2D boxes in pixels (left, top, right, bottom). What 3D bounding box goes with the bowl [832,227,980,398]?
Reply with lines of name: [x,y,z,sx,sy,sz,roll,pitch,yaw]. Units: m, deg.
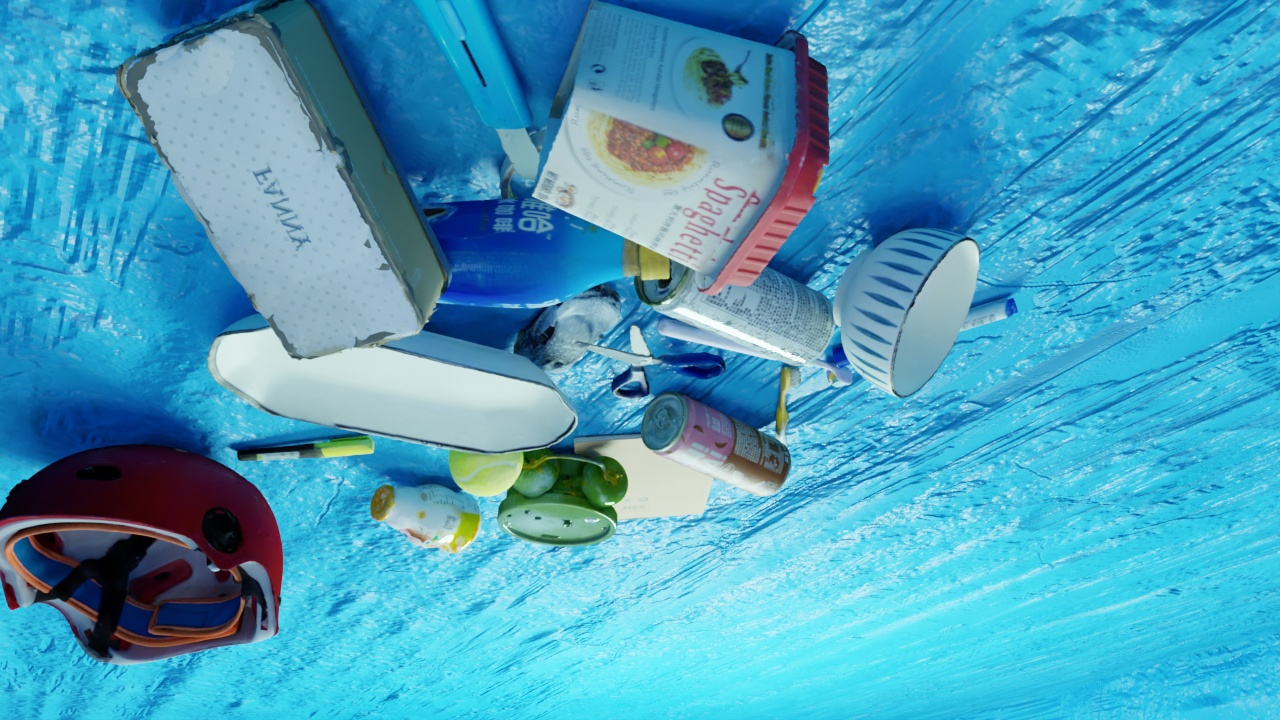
bowl: [0.176,-0.039,0.632,0.066,0.116,0.116,29,168,33]

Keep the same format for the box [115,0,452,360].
box: [-0.165,-0.080,0.457,0.090,0.061,0.184,-12,124,12]

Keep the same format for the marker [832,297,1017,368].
marker: [0.227,-0.022,0.740,0.146,0.016,0.017,-18,148,18]

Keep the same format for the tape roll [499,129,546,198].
tape roll: [-0.041,-0.106,0.550,0.086,0.013,0.086,-4,149,-3]

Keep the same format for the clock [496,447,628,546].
clock: [-0.075,0.128,0.884,0.116,0.056,0.162,9,148,-12]

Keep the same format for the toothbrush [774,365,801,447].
toothbrush: [0.135,0.055,0.854,0.018,0.016,0.192,-15,149,-3]

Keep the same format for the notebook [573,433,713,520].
notebook: [0.005,0.124,0.951,0.148,0.008,0.208,-3,149,-5]

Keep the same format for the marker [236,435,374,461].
marker: [-0.298,0.079,0.815,0.124,0.015,0.018,-5,149,3]

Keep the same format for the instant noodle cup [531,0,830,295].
instant noodle cup: [0.017,-0.112,0.467,0.124,0.116,0.117,16,145,-13]

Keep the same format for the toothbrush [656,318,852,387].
toothbrush: [0.094,-0.007,0.739,0.189,0.029,0.021,14,103,-28]

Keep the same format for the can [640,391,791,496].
can: [0.071,0.077,0.828,0.147,0.057,0.058,26,137,-36]

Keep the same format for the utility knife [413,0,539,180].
utility knife: [-0.081,-0.152,0.452,0.034,0.018,0.188,-11,146,10]

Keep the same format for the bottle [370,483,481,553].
bottle: [-0.211,0.151,0.903,0.063,0.063,0.108,-28,143,31]

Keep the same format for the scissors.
scissors: [0.011,0.001,0.714,0.160,0.012,0.164,-4,161,-19]

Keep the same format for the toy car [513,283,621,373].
toy car: [-0.054,-0.021,0.674,0.049,0.031,0.106,12,144,-30]

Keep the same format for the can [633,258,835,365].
can: [0.068,-0.042,0.635,0.146,0.058,0.058,19,141,-37]

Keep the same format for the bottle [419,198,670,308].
bottle: [-0.092,-0.064,0.538,0.219,0.065,0.065,0,150,3]

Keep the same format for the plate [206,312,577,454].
plate: [-0.176,0.015,0.683,0.265,0.034,0.162,13,151,-20]

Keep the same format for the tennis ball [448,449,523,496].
tennis ball: [-0.135,0.086,0.804,0.065,0.065,0.066,-5,149,-3]

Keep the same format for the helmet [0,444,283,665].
helmet: [-0.418,0.146,0.783,0.207,0.143,0.240,-14,135,12]
